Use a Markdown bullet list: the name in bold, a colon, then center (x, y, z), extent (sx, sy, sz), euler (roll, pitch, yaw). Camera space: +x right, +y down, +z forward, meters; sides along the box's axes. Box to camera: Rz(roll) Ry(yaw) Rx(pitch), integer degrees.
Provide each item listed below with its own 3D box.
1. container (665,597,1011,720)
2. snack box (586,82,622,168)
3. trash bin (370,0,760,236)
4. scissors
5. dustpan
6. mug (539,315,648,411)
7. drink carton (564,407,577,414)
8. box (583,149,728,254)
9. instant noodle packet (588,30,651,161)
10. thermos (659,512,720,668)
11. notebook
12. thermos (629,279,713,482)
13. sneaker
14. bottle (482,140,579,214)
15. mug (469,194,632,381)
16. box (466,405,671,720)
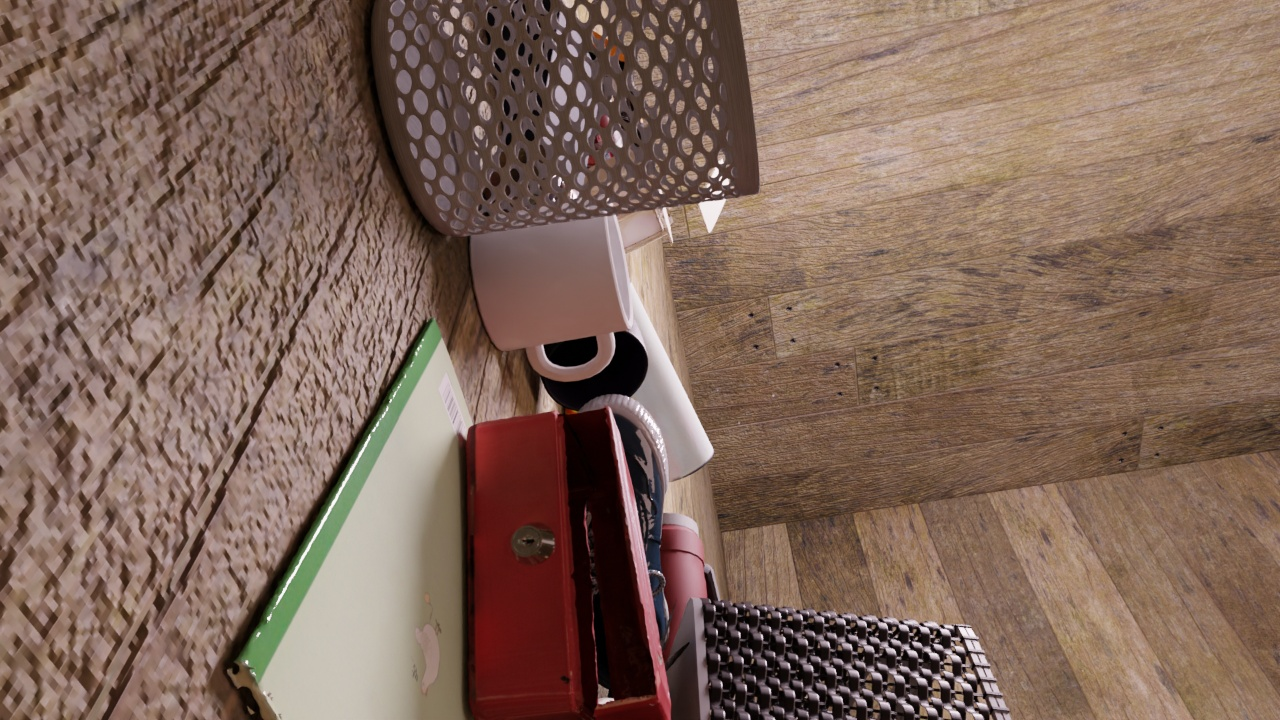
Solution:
- **container**: center (0.137, 0.357, 0.737), extent (0.245, 0.243, 0.248), euler (-89, -168, -62)
- **snack box**: center (-0.054, -0.269, 1.110), extent (0.121, 0.072, 0.072), euler (72, 10, -52)
- **trash bin**: center (-0.037, -0.154, 0.512), extent (0.156, 0.183, 0.156), euler (-8, 89, -84)
- **scissors**: center (-0.010, 0.255, 0.658), extent (0.157, 0.013, 0.171), euler (16, 87, -62)
- **dustpan**: center (-0.096, -0.268, 0.864), extent (0.236, 0.080, 0.273), euler (-11, 112, -84)
- **mug**: center (-0.056, -0.030, 0.723), extent (0.119, 0.085, 0.100), euler (38, 19, -35)
- **drink carton**: center (-0.041, 0.079, 0.804), extent (0.038, 0.044, 0.128), euler (66, 14, -67)
- **box**: center (0.031, -0.179, 1.104), extent (0.105, 0.187, 0.143), euler (66, 4, 31)
- **instant noodle packet**: center (-0.048, -0.327, 1.147), extent (0.160, 0.032, 0.221), euler (41, -18, 31)
- **thermos**: center (0.041, 0.272, 0.991), extent (0.084, 0.108, 0.198), euler (-53, -151, 43)
- **notebook**: center (-0.092, 0.110, 0.406), extent (0.252, 0.010, 0.182), euler (-89, 168, -64)
- **thermos**: center (-0.005, 0.005, 0.887), extent (0.230, 0.068, 0.067), euler (63, 10, -12)
- **sneaker**: center (-0.021, 0.146, 0.699), extent (0.087, 0.089, 0.235), euler (-53, 138, -76)
- **bottle**: center (-0.067, -0.110, 0.683), extent (0.105, 0.056, 0.056), euler (45, 34, -58)
- **mug**: center (-0.055, -0.044, 0.622), extent (0.091, 0.090, 0.121), euler (-77, 157, -75)
- **box**: center (-0.037, 0.118, 0.490), extent (0.129, 0.087, 0.157), euler (71, 7, -59)
